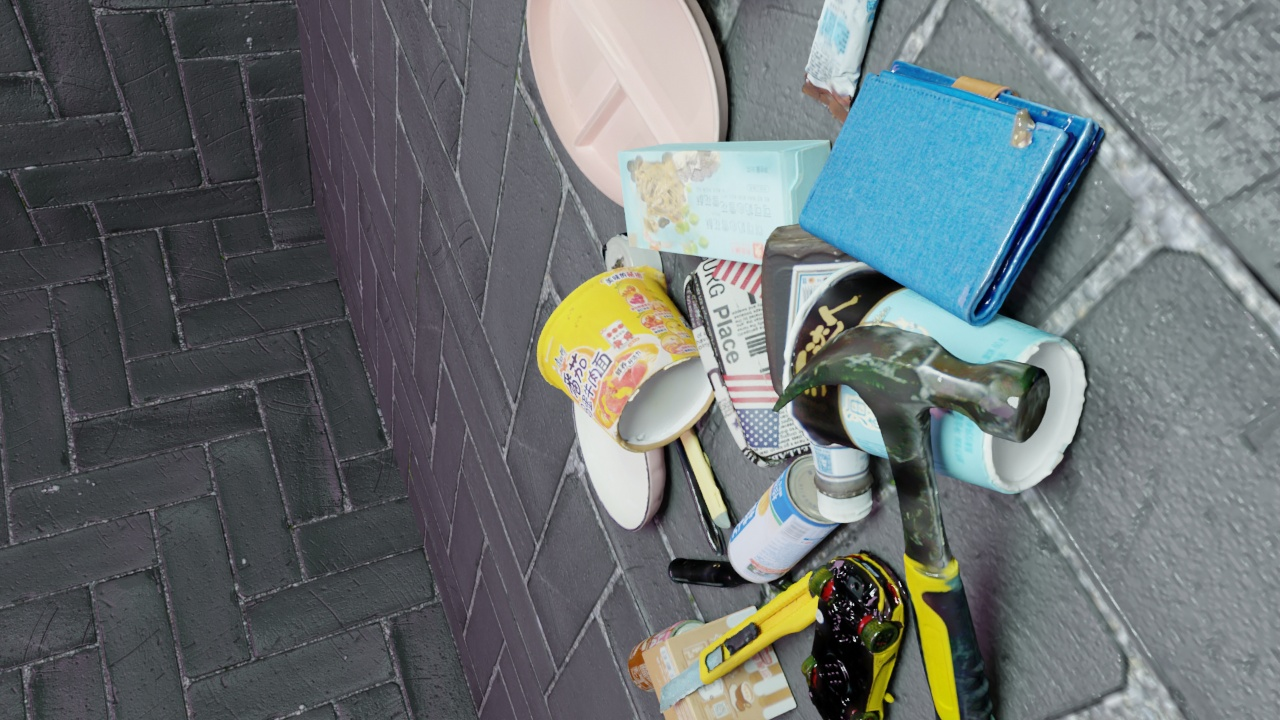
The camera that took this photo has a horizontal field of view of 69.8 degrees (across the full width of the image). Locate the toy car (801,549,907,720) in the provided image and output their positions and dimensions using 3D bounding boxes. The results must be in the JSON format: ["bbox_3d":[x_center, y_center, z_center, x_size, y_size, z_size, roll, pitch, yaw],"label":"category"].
[{"bbox_3d":[0.151,0.207,0.655,0.071,0.041,0.156,44,139,52],"label":"toy car"}]

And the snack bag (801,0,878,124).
[{"bbox_3d":[0.118,-0.191,0.530,0.045,0.026,0.105,48,146,32],"label":"snack bag"}]

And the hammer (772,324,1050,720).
[{"bbox_3d":[0.151,0.112,0.477,0.126,0.031,0.323,20,143,43],"label":"hammer"}]

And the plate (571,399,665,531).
[{"bbox_3d":[-0.019,0.084,0.976,0.192,0.039,0.193,44,140,51],"label":"plate"}]

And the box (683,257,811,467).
[{"bbox_3d":[0.088,-0.006,0.677,0.088,0.076,0.162,-28,73,42],"label":"box"}]

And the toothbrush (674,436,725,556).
[{"bbox_3d":[0.044,0.101,0.875,0.018,0.015,0.181,114,138,-64],"label":"toothbrush"}]

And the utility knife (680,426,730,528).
[{"bbox_3d":[0.048,0.081,0.852,0.167,0.018,0.031,65,150,21],"label":"utility knife"}]

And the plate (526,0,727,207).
[{"bbox_3d":[-0.012,-0.226,0.736,0.229,0.028,0.230,38,146,32],"label":"plate"}]

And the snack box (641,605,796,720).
[{"bbox_3d":[0.068,0.285,0.821,0.092,0.094,0.077,68,156,19],"label":"snack box"}]

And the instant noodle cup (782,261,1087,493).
[{"bbox_3d":[0.154,0.011,0.476,0.120,0.111,0.111,24,124,52],"label":"instant noodle cup"}]

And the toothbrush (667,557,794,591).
[{"bbox_3d":[0.080,0.196,0.836,0.027,0.026,0.213,43,158,-11],"label":"toothbrush"}]

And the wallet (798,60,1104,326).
[{"bbox_3d":[0.148,-0.090,0.463,0.133,0.040,0.106,43,113,49],"label":"wallet"}]

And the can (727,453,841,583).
[{"bbox_3d":[0.110,0.122,0.689,0.053,0.053,0.135,65,154,24],"label":"can"}]

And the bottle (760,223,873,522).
[{"bbox_3d":[0.122,0.011,0.578,0.043,0.080,0.195,-53,-42,-60],"label":"bottle"}]

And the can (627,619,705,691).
[{"bbox_3d":[0.032,0.312,0.962,0.058,0.057,0.148,68,155,18],"label":"can"}]

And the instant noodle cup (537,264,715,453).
[{"bbox_3d":[-0.005,0.005,0.796,0.110,0.137,0.138,48,145,35],"label":"instant noodle cup"}]

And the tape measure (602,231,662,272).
[{"bbox_3d":[-0.007,-0.088,0.862,0.066,0.033,0.065,-32,75,66],"label":"tape measure"}]

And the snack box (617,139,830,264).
[{"bbox_3d":[0.056,-0.113,0.645,0.175,0.051,0.074,16,118,51],"label":"snack box"}]

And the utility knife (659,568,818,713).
[{"bbox_3d":[0.080,0.227,0.731,0.210,0.015,0.033,-45,47,27],"label":"utility knife"}]
